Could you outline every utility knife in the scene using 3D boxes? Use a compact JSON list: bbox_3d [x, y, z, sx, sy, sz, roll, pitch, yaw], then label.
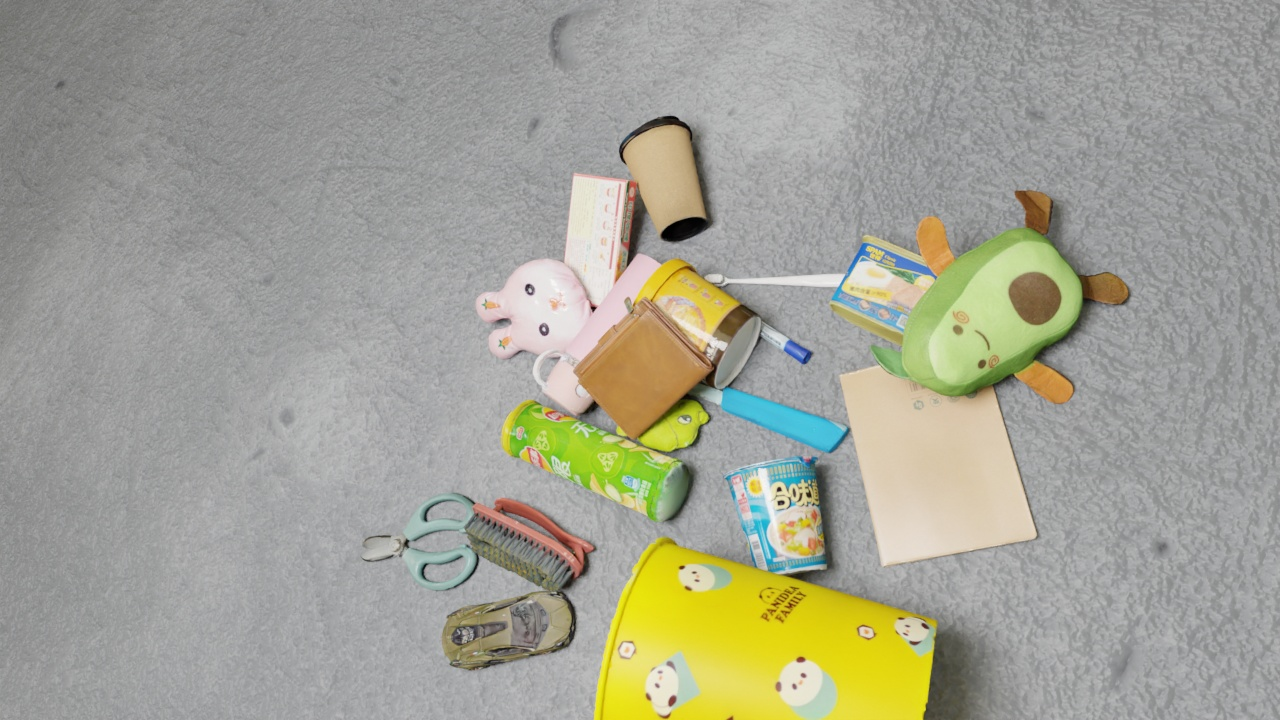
[{"bbox_3d":[0.120,0.051,1.006,0.218,0.018,0.034,20,80,27],"label":"utility knife"}]

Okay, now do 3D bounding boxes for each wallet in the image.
[{"bbox_3d":[-0.006,0.006,0.980,0.119,0.035,0.131,48,122,3],"label":"wallet"}]

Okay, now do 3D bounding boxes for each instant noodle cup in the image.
[{"bbox_3d":[0.062,-0.036,1.014,0.114,0.118,0.118,31,85,21],"label":"instant noodle cup"},{"bbox_3d":[0.141,0.160,0.920,0.099,0.099,0.109,-14,73,18],"label":"instant noodle cup"}]

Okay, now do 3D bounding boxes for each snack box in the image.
[{"bbox_3d":[-0.052,-0.144,1.113,0.077,0.027,0.156,14,103,27],"label":"snack box"}]

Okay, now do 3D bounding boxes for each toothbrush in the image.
[{"bbox_3d":[0.159,-0.092,1.043,0.180,0.016,0.016,2,80,23],"label":"toothbrush"}]

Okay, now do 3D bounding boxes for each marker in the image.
[{"bbox_3d":[0.131,-0.040,1.037,0.146,0.017,0.017,36,88,30],"label":"marker"}]

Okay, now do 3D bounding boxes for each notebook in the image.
[{"bbox_3d":[0.293,0.091,0.923,0.148,0.008,0.207,-16,66,18],"label":"notebook"}]

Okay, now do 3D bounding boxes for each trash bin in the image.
[{"bbox_3d":[0.119,0.293,0.812,0.256,0.229,0.229,7,74,20],"label":"trash bin"}]

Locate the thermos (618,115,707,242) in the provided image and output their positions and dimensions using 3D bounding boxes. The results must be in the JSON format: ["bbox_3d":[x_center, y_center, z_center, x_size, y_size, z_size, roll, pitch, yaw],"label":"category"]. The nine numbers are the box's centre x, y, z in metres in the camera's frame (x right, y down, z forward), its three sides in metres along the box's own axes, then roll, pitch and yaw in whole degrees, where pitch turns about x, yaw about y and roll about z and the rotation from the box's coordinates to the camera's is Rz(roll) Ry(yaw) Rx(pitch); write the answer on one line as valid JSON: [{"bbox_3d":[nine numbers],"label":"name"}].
[{"bbox_3d":[0.033,-0.220,1.109,0.093,0.093,0.143,-22,72,15],"label":"thermos"}]

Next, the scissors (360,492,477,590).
[{"bbox_3d":[-0.271,0.210,1.121,0.180,0.019,0.143,1,72,25],"label":"scissors"}]

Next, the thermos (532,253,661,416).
[{"bbox_3d":[-0.042,-0.034,1.065,0.198,0.087,0.067,-52,25,-6],"label":"thermos"}]

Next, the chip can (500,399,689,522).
[{"bbox_3d":[-0.051,0.111,1.029,0.221,0.072,0.072,19,80,28],"label":"chip can"}]

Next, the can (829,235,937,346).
[{"bbox_3d":[0.262,-0.071,0.966,0.102,0.057,0.083,29,86,24],"label":"can"}]

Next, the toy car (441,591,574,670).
[{"bbox_3d":[-0.149,0.299,1.022,0.158,0.042,0.070,-17,66,14],"label":"toy car"}]

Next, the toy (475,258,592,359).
[{"bbox_3d":[-0.132,-0.056,1.122,0.160,0.054,0.121,-18,95,29],"label":"toy"}]

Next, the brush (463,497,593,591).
[{"bbox_3d":[-0.125,0.205,1.037,0.146,0.063,0.069,20,51,27],"label":"brush"}]

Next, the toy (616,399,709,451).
[{"bbox_3d":[0.022,0.068,1.035,0.096,0.031,0.100,-32,53,-5],"label":"toy"}]

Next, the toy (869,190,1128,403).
[{"bbox_3d":[0.349,-0.053,0.891,0.246,0.090,0.227,-39,88,-8],"label":"toy"}]
